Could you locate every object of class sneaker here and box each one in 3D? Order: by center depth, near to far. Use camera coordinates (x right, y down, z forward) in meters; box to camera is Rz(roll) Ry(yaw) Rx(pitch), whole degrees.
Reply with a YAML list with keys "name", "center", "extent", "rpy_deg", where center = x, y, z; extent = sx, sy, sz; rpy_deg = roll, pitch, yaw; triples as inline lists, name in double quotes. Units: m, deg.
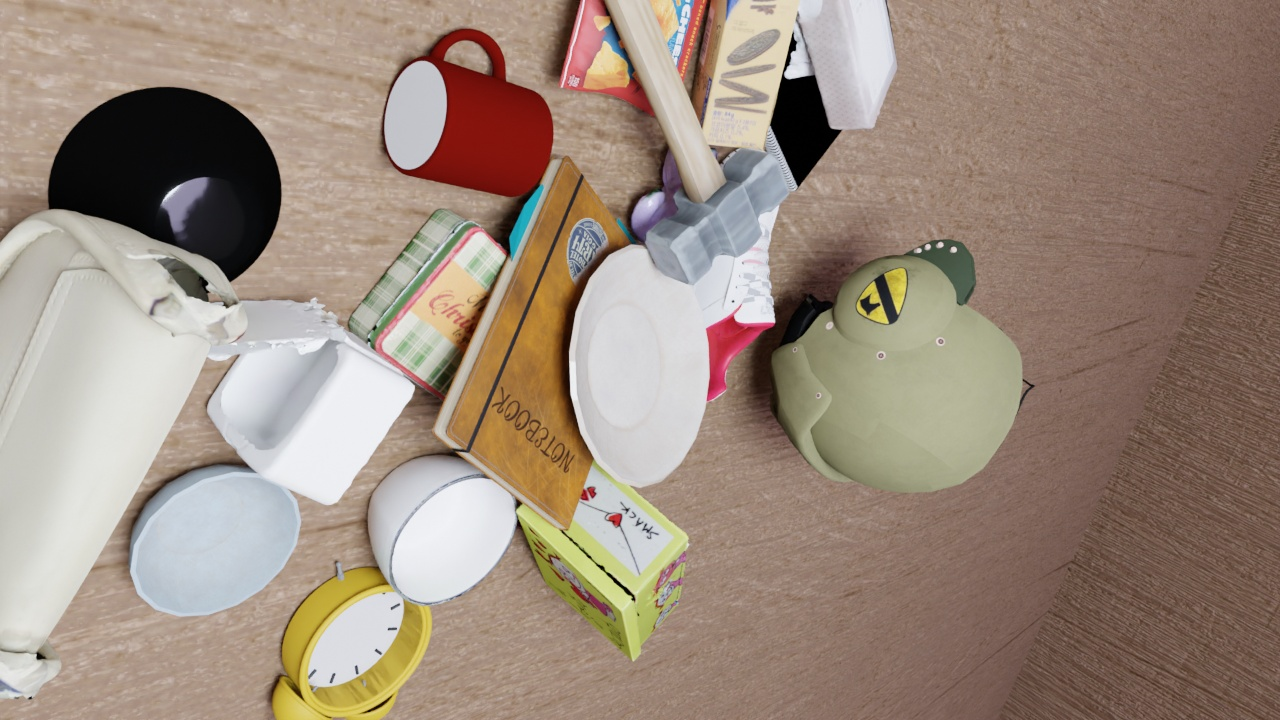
- name: "sneaker"
  center: [0.086, -0.070, 0.829]
  extent: [0.090, 0.104, 0.236]
  rpy_deg: [21, 97, -51]

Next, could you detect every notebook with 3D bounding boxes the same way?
- name: "notebook"
  center: [-0.060, -0.023, 0.685]
  extent: [0.178, 0.014, 0.248]
  rpy_deg: [50, 51, -48]
- name: "notebook"
  center: [0.148, -0.274, 0.835]
  extent: [0.149, 0.016, 0.207]
  rpy_deg: [-52, 141, -10]

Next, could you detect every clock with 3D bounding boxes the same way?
- name: "clock"
  center: [-0.230, 0.235, 0.731]
  extent: [0.113, 0.052, 0.152]
  rpy_deg: [16, 97, -50]

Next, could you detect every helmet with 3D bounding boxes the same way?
- name: "helmet"
  center: [0.240, 0.012, 0.909]
  extent: [0.232, 0.256, 0.250]
  rpy_deg: [-58, 140, -7]

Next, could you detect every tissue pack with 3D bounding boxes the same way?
- name: "tissue pack"
  center: [0.167, -0.293, 0.790]
  extent: [0.103, 0.071, 0.181]
  rpy_deg: [-62, 147, -25]

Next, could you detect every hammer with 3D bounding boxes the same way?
- name: "hammer"
  center: [0.010, -0.204, 0.636]
  extent: [0.117, 0.051, 0.323]
  rpy_deg: [-44, 131, -17]

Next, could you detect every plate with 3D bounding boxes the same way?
- name: "plate"
  center: [-0.004, 0.005, 0.727]
  extent: [0.188, 0.027, 0.188]
  rpy_deg: [1, 89, -55]

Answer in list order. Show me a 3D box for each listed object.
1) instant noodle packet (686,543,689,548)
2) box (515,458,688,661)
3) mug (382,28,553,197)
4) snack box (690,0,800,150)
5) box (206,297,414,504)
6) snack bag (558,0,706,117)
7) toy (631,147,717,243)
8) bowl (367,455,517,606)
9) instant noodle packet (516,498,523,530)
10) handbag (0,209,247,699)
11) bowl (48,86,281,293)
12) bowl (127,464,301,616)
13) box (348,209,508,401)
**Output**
- name: "instant noodle packet"
  center: [-0.003, 0.226, 0.985]
  extent: [0.134, 0.026, 0.087]
  rpy_deg: [27, 93, -51]
- name: "box"
  center: [-0.029, 0.179, 0.803]
  extent: [0.082, 0.124, 0.221]
  rpy_deg: [-44, 161, -22]
- name: "mug"
  center: [-0.111, -0.165, 0.593]
  extent: [0.082, 0.073, 0.105]
  rpy_deg: [3, 83, -48]
- name: "snack box"
  center: [0.086, -0.269, 0.705]
  extent: [0.056, 0.057, 0.207]
  rpy_deg: [4, 124, -12]
- name: "box"
  center: [-0.224, 0.006, 0.545]
  extent: [0.103, 0.110, 0.130]
  rpy_deg: [-56, 142, -4]
- name: "snack bag"
  center: [0.000, -0.251, 0.671]
  extent: [0.143, 0.039, 0.131]
  rpy_deg: [-5, 116, -56]
- name: "toy"
  center: [0.029, -0.141, 0.774]
  extent: [0.080, 0.036, 0.100]
  rpy_deg: [11, 106, -58]
- name: "bowl"
  center: [-0.161, 0.126, 0.720]
  extent: [0.116, 0.066, 0.116]
  rpy_deg: [-26, 130, -35]
- name: "instant noodle packet"
  center: [-0.070, 0.094, 0.805]
  extent: [0.135, 0.040, 0.098]
  rpy_deg: [-52, 160, -8]
- name: "handbag"
  center: [-0.268, 0.042, 0.454]
  extent: [0.131, 0.184, 0.229]
  rpy_deg: [20, 100, -50]
- name: "bowl"
  center: [-0.248, -0.082, 0.505]
  extent: [0.123, 0.052, 0.124]
  rpy_deg: [-26, 131, -34]
- name: "bowl"
  center: [-0.283, 0.111, 0.602]
  extent: [0.106, 0.039, 0.106]
  rpy_deg: [-26, 131, -34]
- name: "box"
  center: [-0.113, -0.012, 0.699]
  extent: [0.117, 0.050, 0.205]
  rpy_deg: [-53, 140, -9]
